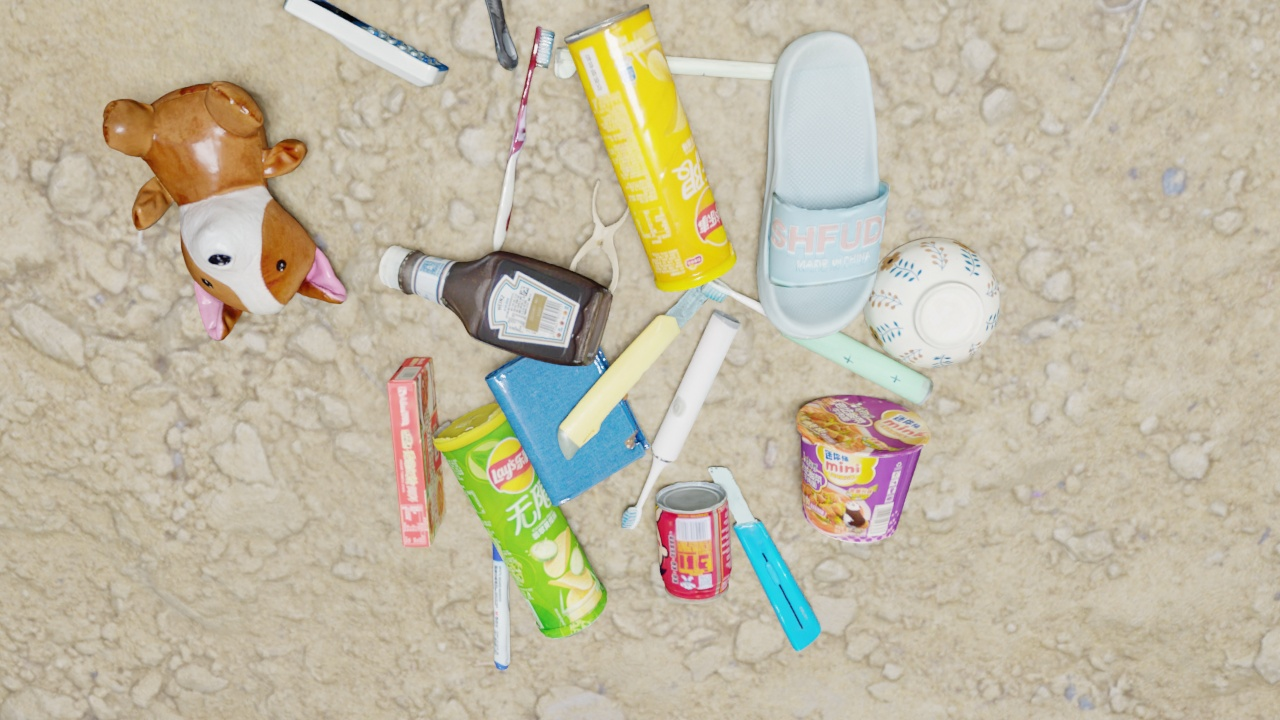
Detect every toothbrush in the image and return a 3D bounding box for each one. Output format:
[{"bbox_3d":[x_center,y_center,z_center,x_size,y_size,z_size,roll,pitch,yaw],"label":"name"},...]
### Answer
[{"bbox_3d":[0.026,-0.238,0.744,0.189,0.020,0.029,2,73,-2],"label":"toothbrush"},{"bbox_3d":[-0.099,-0.180,0.763,0.017,0.016,0.188,11,105,-13],"label":"toothbrush"},{"bbox_3d":[0.155,-0.019,0.800,0.224,0.026,0.027,27,123,-7],"label":"toothbrush"},{"bbox_3d":[0.032,0.059,0.824,0.026,0.027,0.221,10,111,-43],"label":"toothbrush"}]

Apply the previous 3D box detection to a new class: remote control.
[{"bbox_3d":[-0.215,-0.252,0.725,0.125,0.049,0.024,28,107,-7],"label":"remote control"}]

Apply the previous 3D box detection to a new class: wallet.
[{"bbox_3d":[-0.061,0.045,0.800,0.106,0.040,0.133,-31,106,-16],"label":"wallet"}]

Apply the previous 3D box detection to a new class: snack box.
[{"bbox_3d":[-0.195,0.080,0.806,0.025,0.075,0.153,-1,106,0],"label":"snack box"}]

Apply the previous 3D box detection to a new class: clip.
[{"bbox_3d":[-0.045,-0.100,0.776,0.081,0.034,0.104,0,101,0],"label":"clip"}]

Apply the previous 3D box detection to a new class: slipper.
[{"bbox_3d":[0.152,-0.136,0.737,0.104,0.074,0.245,-5,105,-10],"label":"slipper"}]

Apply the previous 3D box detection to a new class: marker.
[{"bbox_3d":[-0.133,0.230,0.879,0.017,0.017,0.146,1,106,0],"label":"marker"}]

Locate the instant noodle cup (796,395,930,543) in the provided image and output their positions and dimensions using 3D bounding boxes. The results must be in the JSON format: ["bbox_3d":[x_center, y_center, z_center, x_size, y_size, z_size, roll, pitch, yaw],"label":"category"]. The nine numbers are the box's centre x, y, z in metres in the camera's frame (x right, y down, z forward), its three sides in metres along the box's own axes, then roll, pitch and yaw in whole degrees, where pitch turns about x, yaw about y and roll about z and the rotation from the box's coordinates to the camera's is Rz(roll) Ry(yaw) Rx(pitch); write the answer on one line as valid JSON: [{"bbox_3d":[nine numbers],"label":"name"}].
[{"bbox_3d":[0.187,0.096,0.797,0.111,0.111,0.099,2,116,0],"label":"instant noodle cup"}]

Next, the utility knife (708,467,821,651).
[{"bbox_3d":[0.116,0.185,0.864,0.034,0.018,0.207,-27,103,8],"label":"utility knife"}]

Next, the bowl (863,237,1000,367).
[{"bbox_3d":[0.252,-0.043,0.775,0.113,0.062,0.113,0,107,0],"label":"bowl"}]

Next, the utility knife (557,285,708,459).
[{"bbox_3d":[-0.005,0.005,0.784,0.195,0.020,0.031,-47,109,-3],"label":"utility knife"}]

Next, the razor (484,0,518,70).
[{"bbox_3d":[-0.119,-0.302,0.726,0.042,0.022,0.143,-26,114,-38],"label":"razor"}]

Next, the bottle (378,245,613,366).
[{"bbox_3d":[-0.124,-0.053,0.761,0.195,0.044,0.080,17,94,13],"label":"bottle"}]

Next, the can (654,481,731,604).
[{"bbox_3d":[0.049,0.165,0.833,0.066,0.066,0.094,-4,106,2],"label":"can"}]

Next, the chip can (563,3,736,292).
[{"bbox_3d":[0.010,-0.163,0.725,0.072,0.072,0.213,-20,111,6],"label":"chip can"}]

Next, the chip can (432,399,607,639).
[{"bbox_3d":[-0.104,0.146,0.826,0.072,0.072,0.221,-24,104,7],"label":"chip can"}]

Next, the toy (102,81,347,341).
[{"bbox_3d":[-0.327,-0.119,0.734,0.140,0.130,0.200,-13,115,-2],"label":"toy"}]
